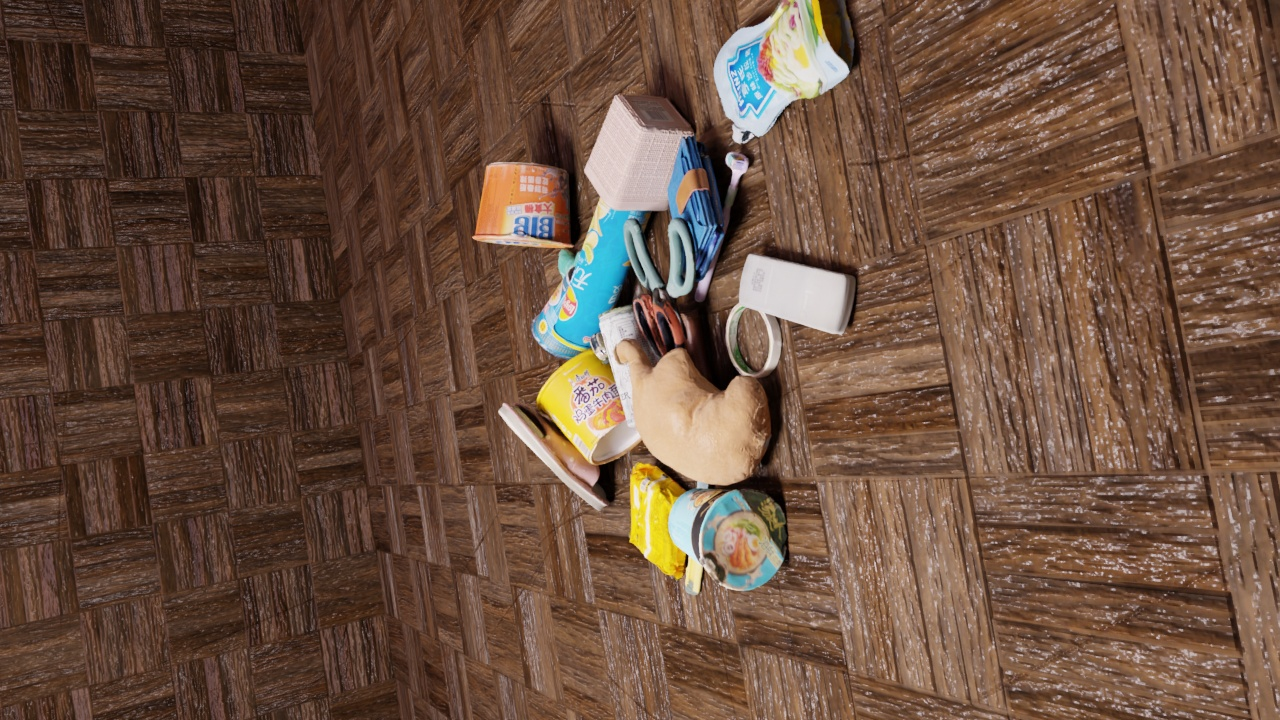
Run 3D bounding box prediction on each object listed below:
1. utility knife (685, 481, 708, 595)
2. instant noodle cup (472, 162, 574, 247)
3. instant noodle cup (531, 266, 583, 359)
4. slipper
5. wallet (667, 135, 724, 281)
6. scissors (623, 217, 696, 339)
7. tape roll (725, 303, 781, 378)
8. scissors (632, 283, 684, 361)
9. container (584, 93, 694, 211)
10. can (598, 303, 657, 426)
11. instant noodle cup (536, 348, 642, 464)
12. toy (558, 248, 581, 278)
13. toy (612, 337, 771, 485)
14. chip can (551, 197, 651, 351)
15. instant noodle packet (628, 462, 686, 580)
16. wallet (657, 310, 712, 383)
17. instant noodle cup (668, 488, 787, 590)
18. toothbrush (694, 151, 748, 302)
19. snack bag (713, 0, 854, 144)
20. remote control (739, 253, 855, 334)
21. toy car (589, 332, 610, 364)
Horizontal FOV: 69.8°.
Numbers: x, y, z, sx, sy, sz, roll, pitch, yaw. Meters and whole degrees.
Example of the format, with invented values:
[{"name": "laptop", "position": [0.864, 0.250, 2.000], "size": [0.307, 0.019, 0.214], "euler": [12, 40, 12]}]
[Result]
[{"name": "utility knife", "position": [0.074, 0.206, 1.145], "size": [0.031, 0.022, 0.220], "euler": [31, 121, 44]}, {"name": "instant noodle cup", "position": [-0.170, -0.229, 1.358], "size": [0.151, 0.151, 0.111], "euler": [9, 96, 60]}, {"name": "instant noodle cup", "position": [-0.090, -0.073, 1.306], "size": [0.110, 0.099, 0.099], "euler": [-59, 46, 38]}, {"name": "slipper", "position": [-0.109, 0.131, 1.294], "size": [0.114, 0.054, 0.274], "euler": [39, 171, 41]}, {"name": "wallet", "position": [0.059, -0.170, 1.034], "size": [0.107, 0.040, 0.133], "euler": [110, 153, -59]}, {"name": "scissors", "position": [0.020, -0.115, 1.073], "size": [0.179, 0.019, 0.171], "euler": [53, 152, 38]}, {"name": "tape roll", "position": [0.123, -0.023, 1.006], "size": [0.086, 0.013, 0.086], "euler": [23, 116, 58]}, {"name": "scissors", "position": [0.048, 0.014, 1.083], "size": [0.206, 0.015, 0.193], "euler": [51, 153, 29]}, {"name": "container", "position": [0.000, -0.251, 1.100], "size": [0.090, 0.090, 0.111], "euler": [59, 140, 36]}, {"name": "can", "position": [-0.007, 0.007, 1.141], "size": [0.058, 0.058, 0.146], "euler": [-24, 81, 60]}, {"name": "instant noodle cup", "position": [-0.052, 0.064, 1.224], "size": [0.110, 0.137, 0.138], "euler": [52, 140, 24]}, {"name": "toy", "position": [-0.101, -0.132, 1.369], "size": [0.092, 0.030, 0.097], "euler": [-132, 36, -53]}, {"name": "toy", "position": [0.043, 0.055, 1.038], "size": [0.226, 0.082, 0.143], "euler": [25, 107, 30]}, {"name": "chip can", "position": [-0.050, -0.118, 1.192], "size": [0.071, 0.071, 0.211], "euler": [48, 124, 46]}, {"name": "instant noodle packet", "position": [0.026, 0.206, 1.203], "size": [0.111, 0.044, 0.128], "euler": [32, 128, 47]}, {"name": "wallet", "position": [0.044, -0.010, 1.137], "size": [0.125, 0.032, 0.101], "euler": [1, 100, 61]}, {"name": "instant noodle cup", "position": [0.088, 0.191, 1.036], "size": [0.121, 0.111, 0.111], "euler": [-177, 81, -67]}, {"name": "toothbrush", "position": [0.088, -0.144, 1.034], "size": [0.029, 0.021, 0.190], "euler": [37, 133, 29]}, {"name": "snack bag", "position": [0.132, -0.292, 0.904], "size": [0.191, 0.038, 0.110], "euler": [-19, 91, 61]}, {"name": "remote control", "position": [0.155, -0.069, 0.922], "size": [0.150, 0.021, 0.058], "euler": [25, 109, 54]}, {"name": "toy car", "position": [-0.026, -0.019, 1.196], "size": [0.035, 0.090, 0.042], "euler": [-47, 55, 36]}]
